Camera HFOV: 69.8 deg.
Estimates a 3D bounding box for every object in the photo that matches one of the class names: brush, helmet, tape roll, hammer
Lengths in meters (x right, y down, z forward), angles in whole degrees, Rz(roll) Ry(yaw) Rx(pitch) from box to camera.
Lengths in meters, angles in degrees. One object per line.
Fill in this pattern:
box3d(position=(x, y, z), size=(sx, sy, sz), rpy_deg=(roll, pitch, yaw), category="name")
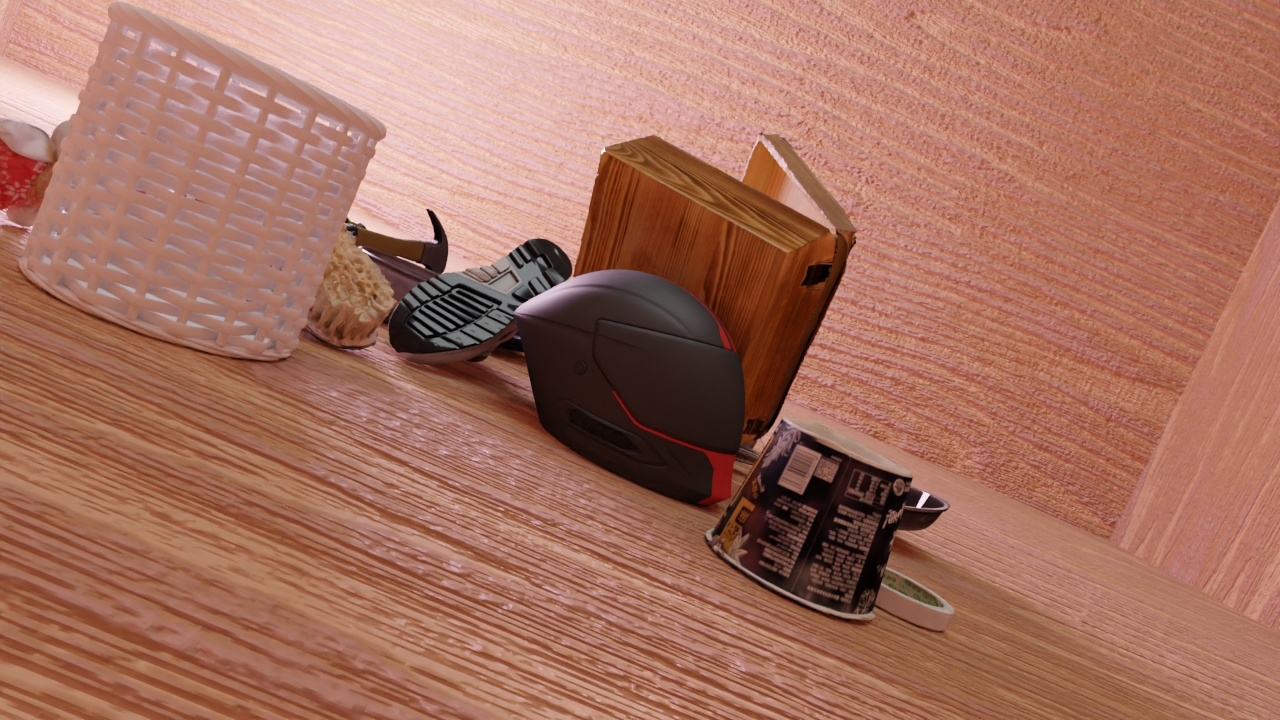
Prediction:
box3d(position=(-0.317, -0.119, 0.836), size=(0.271, 0.057, 0.083), rpy_deg=(50, 26, 21), category="brush")
box3d(position=(-0.005, 0.005, 0.852), size=(0.265, 0.170, 0.164), rpy_deg=(25, 5, 25), category="helmet")
box3d(position=(0.209, 0.190, 0.755), size=(0.094, 0.018, 0.094), rpy_deg=(23, 4, -2), category="tape roll")
box3d(position=(-0.373, -0.153, 1.106), size=(0.025, 0.118, 0.332), rpy_deg=(24, 11, 42), category="hammer")

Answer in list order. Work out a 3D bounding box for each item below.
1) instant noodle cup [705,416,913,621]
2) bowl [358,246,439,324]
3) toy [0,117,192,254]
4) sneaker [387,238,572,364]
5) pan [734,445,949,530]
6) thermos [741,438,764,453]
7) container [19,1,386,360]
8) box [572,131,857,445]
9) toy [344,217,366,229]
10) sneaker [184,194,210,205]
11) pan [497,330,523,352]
box3d(position=(0.133, 0.111, 0.683), size=(0.137, 0.112, 0.137), rpy_deg=(23, 6, -3), category="instant noodle cup")
box3d(position=(-0.267, -0.073, 1.061), size=(0.145, 0.067, 0.145), rpy_deg=(24, 4, -2), category="bowl")
box3d(position=(-0.449, -0.147, 0.718), size=(0.194, 0.159, 0.084), rpy_deg=(-1, 43, -34), category="toy")
box3d(position=(-0.176, -0.038, 0.969), size=(0.089, 0.125, 0.239), rpy_deg=(49, 47, 8), category="sneaker")
box3d(position=(0.184, 0.136, 1.081), size=(0.357, 0.055, 0.187), rpy_deg=(11, 4, -1), category="pan")
box3d(position=(0.059, 0.067, 1.146), size=(0.231, 0.061, 0.061), rpy_deg=(22, 5, -21), category="thermos")
box3d(position=(-0.305, -0.121, 0.652), size=(0.189, 0.187, 0.189), rpy_deg=(24, 5, -2), category="container")
box3d(position=(0.104, -0.074, 1.010), size=(0.269, 0.280, 0.262), rpy_deg=(35, 37, 25), category="box")
box3d(position=(-0.434, -0.172, 1.245), size=(0.153, 0.078, 0.179), rpy_deg=(21, 3, 27), category="toy")
box3d(position=(-0.405, -0.140, 0.921), size=(0.241, 0.088, 0.118), rpy_deg=(20, 4, 10), category="sneaker")
box3d(position=(-0.296, -0.072, 1.209), size=(0.356, 0.021, 0.198), rpy_deg=(20, 3, -5), category="pan")
